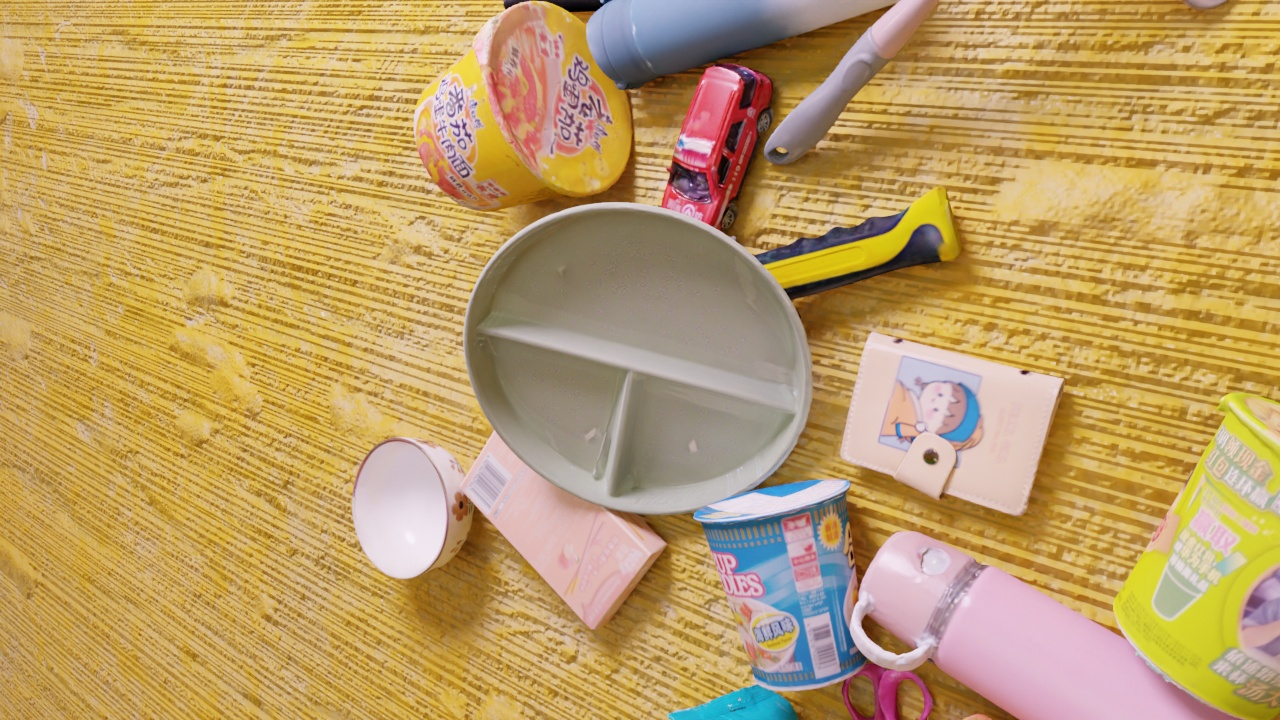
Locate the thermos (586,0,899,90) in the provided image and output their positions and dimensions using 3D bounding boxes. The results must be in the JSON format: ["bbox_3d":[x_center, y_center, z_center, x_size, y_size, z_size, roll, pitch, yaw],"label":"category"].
[{"bbox_3d":[0.064,-0.237,0.603,0.221,0.070,0.070,-6,85,34],"label":"thermos"}]

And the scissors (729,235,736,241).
[{"bbox_3d":[-0.022,-0.025,0.682,0.190,0.021,0.230,40,110,29],"label":"scissors"}]

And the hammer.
[{"bbox_3d":[0.045,-0.042,0.611,0.324,0.031,0.126,-13,93,26],"label":"hammer"}]

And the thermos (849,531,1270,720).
[{"bbox_3d":[0.208,0.166,0.483,0.199,0.087,0.067,28,139,30],"label":"thermos"}]

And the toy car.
[{"bbox_3d":[0.048,-0.142,0.625,0.053,0.045,0.120,25,105,34],"label":"toy car"}]

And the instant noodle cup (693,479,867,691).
[{"bbox_3d":[0.093,0.137,0.562,0.099,0.099,0.110,-14,88,33],"label":"instant noodle cup"}]

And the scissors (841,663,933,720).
[{"bbox_3d":[0.150,0.253,0.563,0.056,0.017,0.133,0,92,29],"label":"scissors"}]

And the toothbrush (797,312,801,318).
[{"bbox_3d":[0.042,0.028,0.645,0.190,0.017,0.014,-42,68,22],"label":"toothbrush"}]

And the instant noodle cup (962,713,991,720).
[{"bbox_3d":[0.196,0.270,0.463,0.138,0.137,0.109,33,115,30],"label":"instant noodle cup"}]

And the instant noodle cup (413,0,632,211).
[{"bbox_3d":[-0.091,-0.175,0.673,0.110,0.137,0.138,-10,83,42],"label":"instant noodle cup"}]

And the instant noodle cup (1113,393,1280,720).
[{"bbox_3d":[0.288,0.095,0.423,0.112,0.111,0.124,38,117,29],"label":"instant noodle cup"}]

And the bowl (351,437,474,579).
[{"bbox_3d":[-0.178,0.119,0.760,0.114,0.062,0.113,-1,89,35],"label":"bowl"}]

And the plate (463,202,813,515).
[{"bbox_3d":[-0.004,0.003,0.599,0.230,0.027,0.231,6,120,10],"label":"plate"}]

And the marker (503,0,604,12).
[{"bbox_3d":[-0.054,-0.279,0.712,0.132,0.020,0.022,12,112,34],"label":"marker"}]

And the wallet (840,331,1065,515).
[{"bbox_3d":[0.180,0.038,0.544,0.115,0.024,0.087,18,94,32],"label":"wallet"}]

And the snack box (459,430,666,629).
[{"bbox_3d":[-0.061,0.116,0.688,0.157,0.026,0.085,42,114,19],"label":"snack box"}]

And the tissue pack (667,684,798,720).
[{"bbox_3d":[0.052,0.278,0.580,0.050,0.093,0.133,5,91,50],"label":"tissue pack"}]

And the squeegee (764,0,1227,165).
[{"bbox_3d":[0.146,-0.191,0.524,0.247,0.040,0.250,35,135,-10],"label":"squeegee"}]
